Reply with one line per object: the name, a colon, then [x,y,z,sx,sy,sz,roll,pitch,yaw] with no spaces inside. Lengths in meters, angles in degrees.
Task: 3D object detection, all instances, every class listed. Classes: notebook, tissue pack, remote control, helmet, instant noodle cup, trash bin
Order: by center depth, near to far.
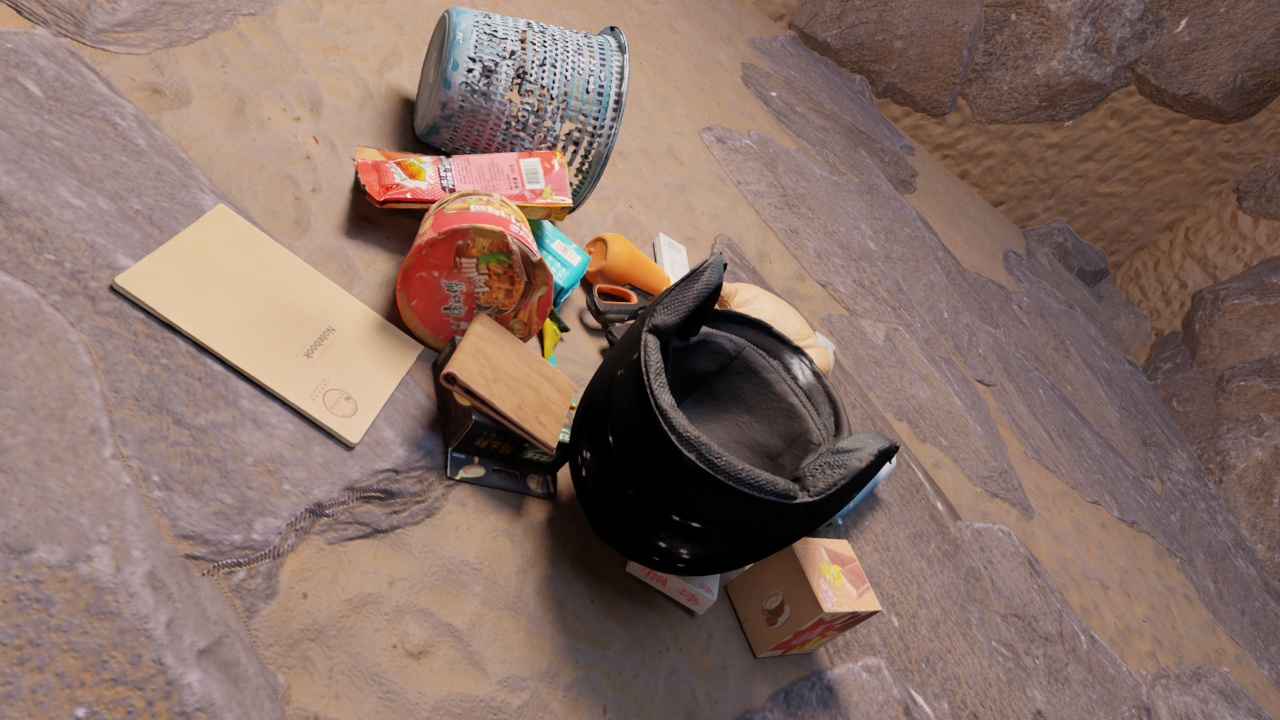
notebook: [-0.287,-0.033,0.739,0.207,0.008,0.147,37,32,-13]
helmet: [0.069,0.058,0.792,0.233,0.231,0.274,51,26,12]
instant noodle cup: [-0.154,-0.086,0.850,0.138,0.138,0.108,28,26,-26]
tissue pack: [-0.124,-0.117,0.991,0.133,0.050,0.093,40,32,-6]
trash bin: [-0.147,-0.300,1.052,0.195,0.227,0.226,12,42,-24]
remote control: [0.045,-0.121,1.224,0.049,0.024,0.124,28,34,-28]

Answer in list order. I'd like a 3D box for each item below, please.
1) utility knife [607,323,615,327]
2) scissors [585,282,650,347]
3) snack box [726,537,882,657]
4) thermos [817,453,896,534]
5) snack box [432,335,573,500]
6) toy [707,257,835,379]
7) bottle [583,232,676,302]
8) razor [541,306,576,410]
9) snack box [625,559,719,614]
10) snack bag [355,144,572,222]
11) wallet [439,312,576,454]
utility knife: [-0.006,0.006,1.019,0.034,0.018,0.203,0,51,-49]
scissors: [0.032,-0.039,1.080,0.233,0.022,0.160,17,43,-34]
snack box: [0.155,0.225,0.873,0.094,0.093,0.077,13,44,-43]
thermos: [0.248,0.144,1.110,0.070,0.070,0.219,52,31,12]
snack box: [-0.118,0.049,0.808,0.113,0.053,0.125,18,35,-37]
toy: [0.165,-0.049,1.227,0.226,0.083,0.143,45,22,5]
bottle: [-0.004,-0.101,1.110,0.149,0.067,0.066,24,36,-43]
razor: [-0.082,0.002,0.921,0.043,0.028,0.132,59,10,-46]
snack box: [0.040,0.158,0.875,0.084,0.027,0.156,32,32,-10]
snack bag: [-0.178,-0.181,0.930,0.207,0.073,0.128,-1,33,-20]
wallet: [-0.109,0.019,0.785,0.115,0.020,0.101,36,30,-15]
